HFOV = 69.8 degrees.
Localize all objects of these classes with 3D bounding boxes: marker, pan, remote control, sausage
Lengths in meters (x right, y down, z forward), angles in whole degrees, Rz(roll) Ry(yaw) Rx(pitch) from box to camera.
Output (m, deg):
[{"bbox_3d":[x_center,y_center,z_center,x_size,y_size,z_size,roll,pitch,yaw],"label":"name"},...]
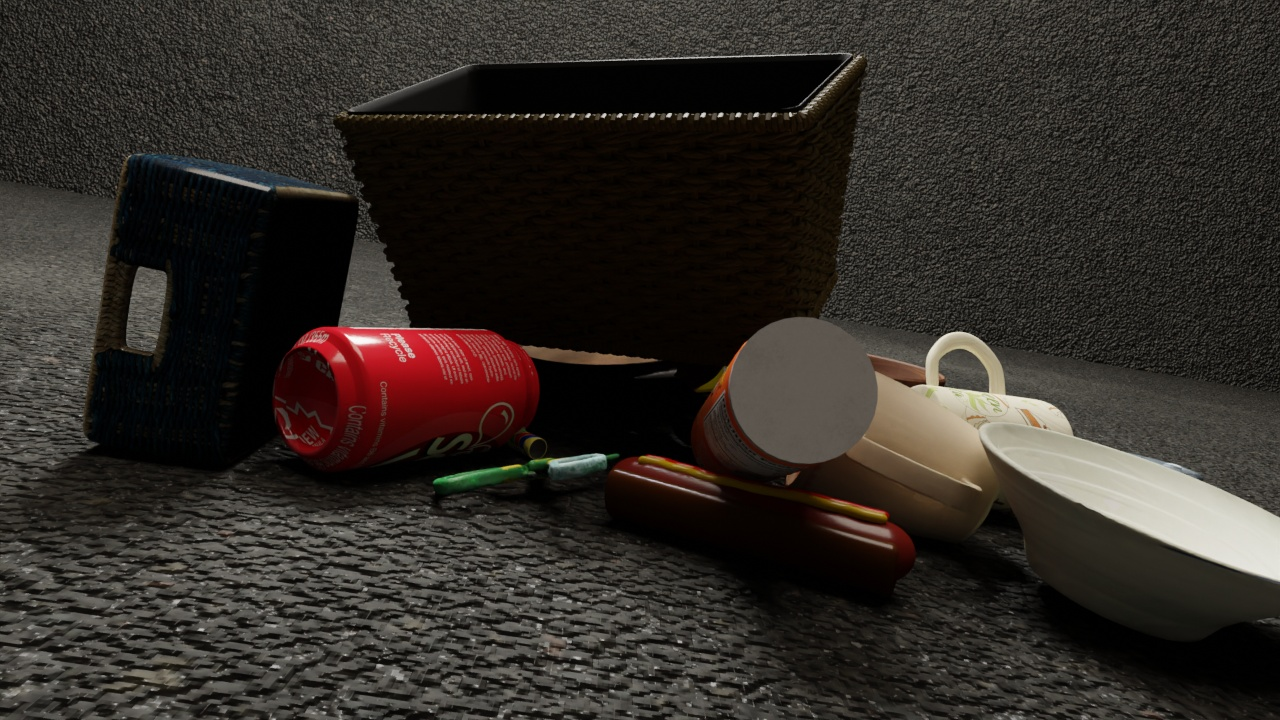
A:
[{"bbox_3d":[-0.106,0.040,0.611,0.014,0.014,0.132,2,10,-42],"label":"marker"},{"bbox_3d":[-0.005,0.005,0.774,0.248,0.043,0.356,-7,21,-15],"label":"pan"},{"bbox_3d":[0.062,0.043,0.806,0.133,0.013,0.058,8,8,-17],"label":"remote control"},{"bbox_3d":[0.055,0.077,0.449,0.156,0.040,0.040,12,8,22],"label":"sausage"}]

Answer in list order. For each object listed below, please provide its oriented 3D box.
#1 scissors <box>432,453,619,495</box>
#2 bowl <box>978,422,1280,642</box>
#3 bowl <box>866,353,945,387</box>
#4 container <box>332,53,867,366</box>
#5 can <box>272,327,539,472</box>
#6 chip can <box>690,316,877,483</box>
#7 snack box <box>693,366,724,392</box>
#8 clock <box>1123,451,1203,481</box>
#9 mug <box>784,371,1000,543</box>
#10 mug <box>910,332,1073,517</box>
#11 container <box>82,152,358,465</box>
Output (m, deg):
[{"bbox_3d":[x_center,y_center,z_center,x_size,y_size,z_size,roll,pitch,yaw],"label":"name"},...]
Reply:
[{"bbox_3d":[-0.045,0.056,0.484,0.120,0.012,0.128,-10,-3,40],"label":"scissors"},{"bbox_3d":[0.248,0.092,0.461,0.176,0.058,0.176,16,14,-4],"label":"bowl"},{"bbox_3d":[0.189,0.034,0.818,0.147,0.069,0.147,9,9,-2],"label":"bowl"},{"bbox_3d":[-0.017,-0.094,0.656,0.321,0.205,0.176,6,30,23],"label":"container"},{"bbox_3d":[-0.127,0.019,0.515,0.074,0.074,0.142,15,9,34],"label":"can"},{"bbox_3d":[0.065,0.031,0.480,0.062,0.062,0.210,10,-11,1],"label":"chip can"},{"bbox_3d":[-0.018,-0.008,0.963,0.201,0.042,0.092,16,11,38],"label":"snack box"},{"bbox_3d":[0.344,0.092,0.655,0.089,0.052,0.124,12,7,25],"label":"clock"},{"bbox_3d":[0.148,0.058,0.521,0.104,0.085,0.111,24,4,3],"label":"mug"},{"bbox_3d":[0.222,0.037,0.617,0.097,0.121,0.081,15,-22,-19],"label":"mug"},{"bbox_3d":[-0.224,-0.034,0.521,0.071,0.145,0.187,12,8,-6],"label":"container"}]
